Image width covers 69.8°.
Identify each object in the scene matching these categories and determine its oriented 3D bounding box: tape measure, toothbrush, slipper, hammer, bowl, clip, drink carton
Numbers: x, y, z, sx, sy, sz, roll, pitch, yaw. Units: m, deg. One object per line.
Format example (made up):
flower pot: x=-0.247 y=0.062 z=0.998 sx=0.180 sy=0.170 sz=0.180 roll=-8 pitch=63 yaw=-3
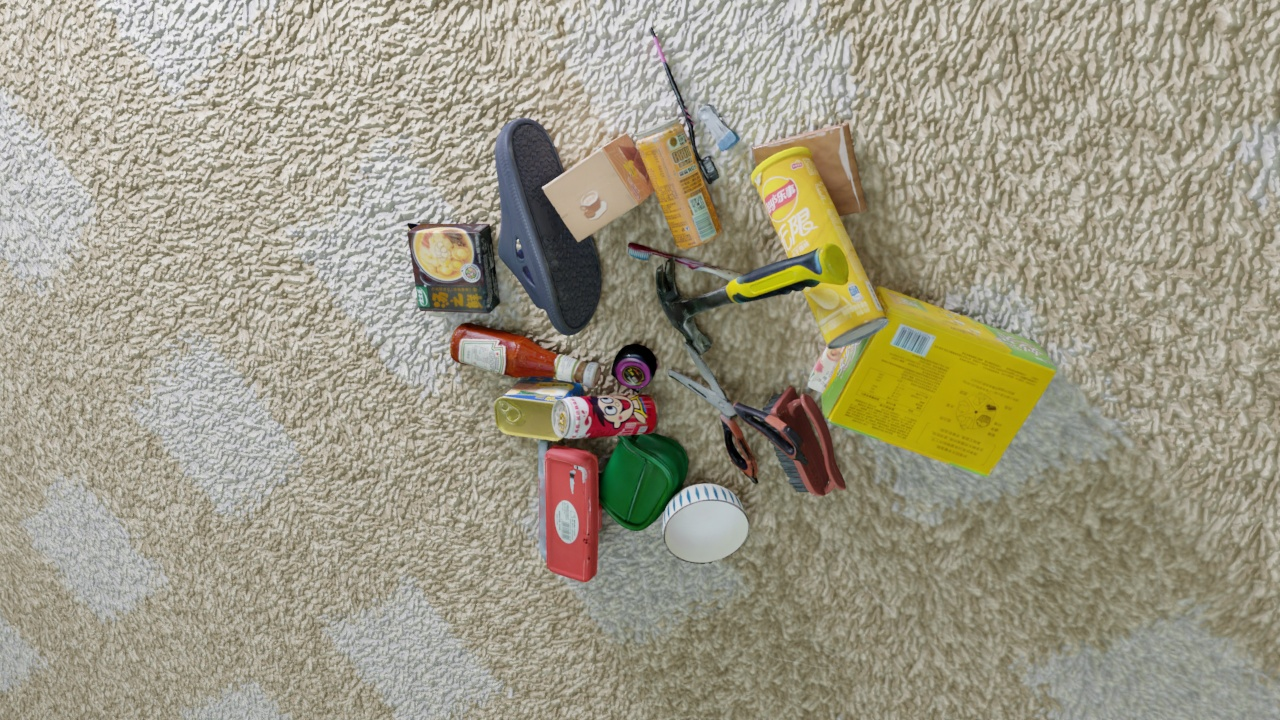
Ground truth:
tape measure: x=-0.007 y=0.007 z=1.202 sx=0.057 sy=0.039 sz=0.058 roll=33 pitch=126 yaw=-9
toothbrush: x=0.051 y=-0.294 z=1.059 sx=0.018 sy=0.014 sz=0.189 roll=-19 pitch=106 yaw=15
slipper: x=-0.127 y=-0.161 z=1.139 sx=0.083 sy=0.110 sz=0.268 roll=-6 pitch=107 yaw=39
hammer: x=0.113 y=-0.080 z=1.025 sx=0.126 sy=0.031 sz=0.324 roll=57 pitch=154 yaw=-10
toothbrush: x=0.071 y=-0.113 z=1.134 sx=0.188 sy=0.016 sz=0.017 roll=18 pitch=126 yaw=11
bowl: x=0.084 y=0.210 z=1.238 sx=0.116 sy=0.066 sz=0.117 roll=-3 pitch=124 yaw=-5
clip: x=0.088 y=-0.269 z=1.054 sx=0.027 sy=0.043 sz=0.058 roll=-34 pitch=92 yaw=31
drink carton: x=0.249 y=-0.014 z=1.100 sx=0.053 sy=0.045 sz=0.123 roll=25 pitch=119 yaw=6

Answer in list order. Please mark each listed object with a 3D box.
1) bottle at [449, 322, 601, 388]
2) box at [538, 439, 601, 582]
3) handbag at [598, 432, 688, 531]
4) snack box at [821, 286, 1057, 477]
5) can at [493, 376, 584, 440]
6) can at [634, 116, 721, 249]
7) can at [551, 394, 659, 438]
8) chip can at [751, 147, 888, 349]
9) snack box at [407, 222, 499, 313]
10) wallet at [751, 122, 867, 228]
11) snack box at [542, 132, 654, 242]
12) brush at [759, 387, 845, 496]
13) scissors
bottle: x=-0.154 y=-0.003 z=1.236 sx=0.206 sy=0.059 sz=0.060 roll=14 pitch=117 yaw=12
box: x=-0.113 y=0.198 z=1.277 sx=0.154 sy=0.073 sz=0.201 roll=30 pitch=127 yaw=48
handbag: x=-0.005 y=0.157 z=1.259 sx=0.120 sy=0.067 sz=0.132 roll=35 pitch=122 yaw=11
snack box: x=0.335 y=0.026 z=1.048 sx=0.210 sy=0.070 sz=0.158 roll=19 pitch=116 yaw=-6
can: x=-0.134 y=0.062 z=1.244 sx=0.102 sy=0.083 sz=0.057 roll=6 pitch=115 yaw=17
can: x=0.045 y=-0.206 z=1.075 sx=0.058 sy=0.058 sz=0.146 roll=-15 pitch=108 yaw=24
can: x=-0.045 y=0.072 z=1.188 sx=0.053 sy=0.132 sz=0.053 roll=2 pitch=93 yaw=59
chip can: x=0.192 y=-0.122 z=0.988 sx=0.072 sy=0.072 sz=0.213 roll=-29 pitch=75 yaw=27
snack box: x=-0.257 y=-0.124 z=1.225 sx=0.126 sy=0.053 sz=0.113 roll=2 pitch=114 yaw=12
wallet: x=0.192 y=-0.208 z=1.048 sx=0.115 sy=0.020 sz=0.101 roll=-9 pitch=109 yaw=25
snack box: x=-0.045 y=-0.205 z=1.085 sx=0.093 sy=0.094 sz=0.077 roll=-27 pitch=103 yaw=27
brush: x=0.209 y=0.109 z=1.160 sx=0.069 sy=0.063 sz=0.146 roll=-13 pitch=110 yaw=38
scissors: x=0.120 y=0.070 z=1.157 sx=0.189 sy=0.015 sz=0.225 roll=2 pitch=124 yaw=54
